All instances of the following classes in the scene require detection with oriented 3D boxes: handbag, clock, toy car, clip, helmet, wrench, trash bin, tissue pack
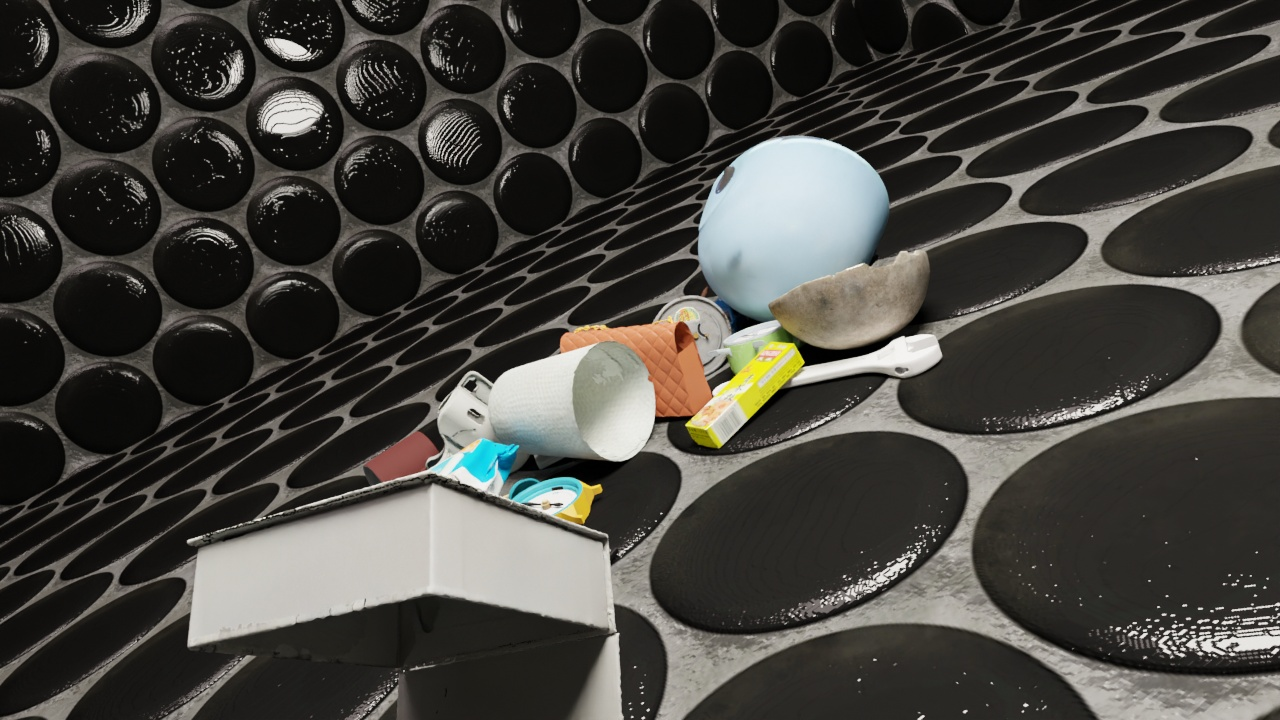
[{"bbox_3d":[-0.007,0.007,1.101,0.172,0.109,0.060,-4,22,37],"label":"handbag"},{"bbox_3d":[0.050,-0.022,1.163,0.147,0.104,0.056,-33,8,-8],"label":"clock"},{"bbox_3d":[0.114,-0.054,1.257,0.056,0.043,0.120,-15,22,22],"label":"toy car"},{"bbox_3d":[-0.204,0.101,1.133,0.144,0.124,0.075,-52,15,-1],"label":"clip"},{"bbox_3d":[0.185,-0.146,1.144,0.266,0.225,0.166,-52,15,53],"label":"helmet"},{"bbox_3d":[0.193,0.014,0.993,0.274,0.018,0.066,-13,21,38],"label":"wrench"},{"bbox_3d":[-0.108,0.156,0.952,0.130,0.044,0.098,-11,21,21],"label":"clock"},{"bbox_3d":[-0.086,0.052,1.063,0.162,0.133,0.133,-8,24,42],"label":"trash bin"},{"bbox_3d":[0.145,-0.018,1.094,0.095,0.042,0.119,-11,13,40],"label":"clock"},{"bbox_3d":[-0.229,0.161,1.006,0.210,0.066,0.116,-33,10,16],"label":"tissue pack"}]

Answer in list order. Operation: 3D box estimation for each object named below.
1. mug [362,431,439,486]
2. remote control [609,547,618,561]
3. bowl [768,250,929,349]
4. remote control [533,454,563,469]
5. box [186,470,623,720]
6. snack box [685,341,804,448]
[{"bbox_3d":[-0.300,0.145,1.194,0.082,0.073,0.106,-35,16,-28],"label":"mug"},{"bbox_3d":[-0.081,0.189,0.866,0.140,0.009,0.030,-11,22,39],"label":"remote control"},{"bbox_3d":[0.236,-0.055,1.004,0.178,0.081,0.178,-16,-4,-1],"label":"bowl"},{"bbox_3d":[-0.069,0.092,1.135,0.135,0.011,0.050,-27,17,-6],"label":"remote control"},{"bbox_3d":[-0.087,0.242,0.503,0.168,0.380,0.171,-18,2,24],"label":"box"},{"bbox_3d":[0.113,0.035,0.985,0.147,0.029,0.040,-42,23,-23],"label":"snack box"}]
